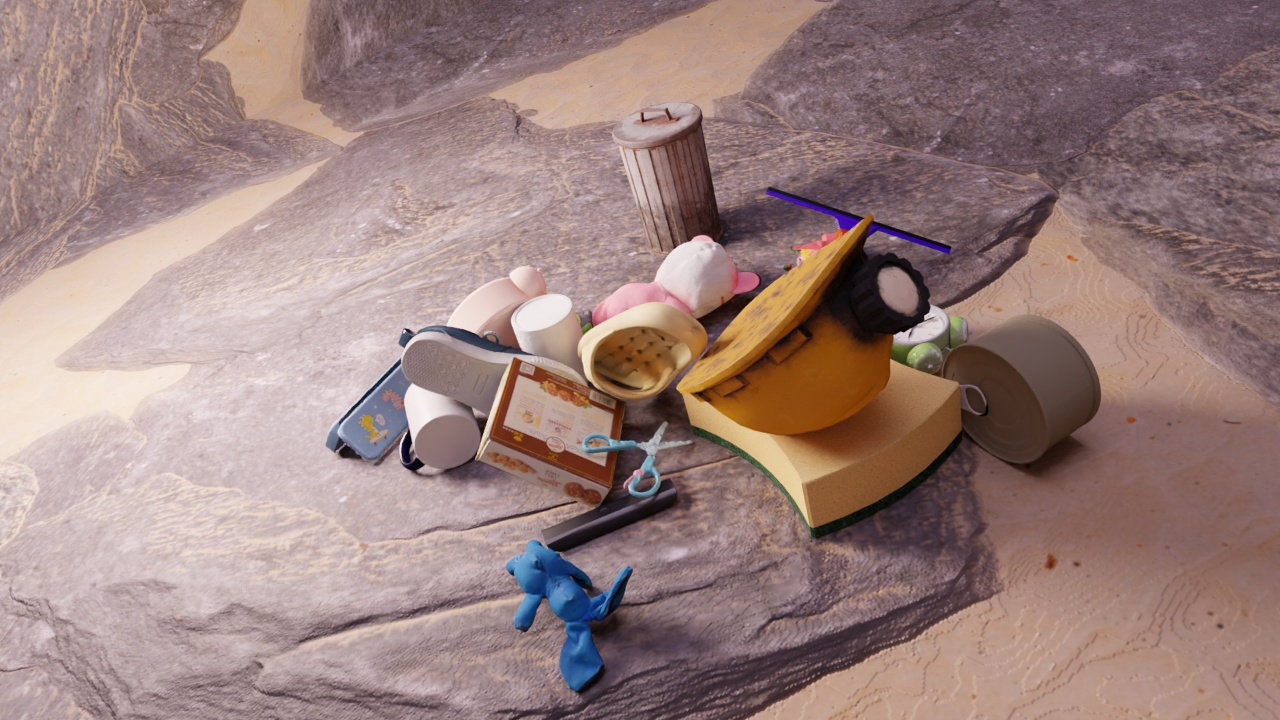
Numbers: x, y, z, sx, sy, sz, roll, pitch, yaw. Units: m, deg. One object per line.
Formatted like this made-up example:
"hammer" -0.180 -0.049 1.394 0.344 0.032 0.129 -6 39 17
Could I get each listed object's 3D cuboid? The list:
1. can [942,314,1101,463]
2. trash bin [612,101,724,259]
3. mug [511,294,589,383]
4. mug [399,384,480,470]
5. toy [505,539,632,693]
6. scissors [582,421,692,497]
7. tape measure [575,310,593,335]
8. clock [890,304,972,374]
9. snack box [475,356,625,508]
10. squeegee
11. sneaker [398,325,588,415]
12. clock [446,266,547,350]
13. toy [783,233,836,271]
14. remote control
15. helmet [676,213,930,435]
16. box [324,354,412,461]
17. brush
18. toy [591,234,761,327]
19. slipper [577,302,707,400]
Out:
"can" 0.365 0.026 0.884 0.073 0.128 0.128 -28 36 -18
"trash bin" 0.044 -0.271 1.350 0.131 0.211 0.130 -11 36 8
"mug" -0.110 -0.019 1.165 0.082 0.105 0.082 -11 36 8
"mug" -0.254 0.084 1.121 0.112 0.078 0.097 -45 35 9
"toy" -0.073 0.214 0.868 0.112 0.071 0.176 -42 41 -14
"scissors" -0.008 0.096 1.000 0.120 0.015 0.138 22 30 8
"tape measure" -0.092 -0.038 1.245 0.059 0.036 0.065 -4 33 3
"clock" 0.319 -0.025 1.047 0.094 0.042 0.119 -36 39 -23
"snack box" -0.095 0.077 1.015 0.143 0.041 0.146 23 36 -12
"squeegee" 0.252 -0.119 1.158 0.250 0.055 0.184 20 48 10
"sneaker" -0.178 0.013 1.113 0.235 0.089 0.087 19 17 -14
"clock" -0.182 -0.040 1.208 0.086 0.131 0.160 40 69 17
"toy" 0.249 -0.141 1.235 0.103 0.046 0.084 -22 27 -18
"remote control" -0.032 0.162 0.963 0.146 0.015 0.033 -21 35 -6
"helmet" 0.160 -0.007 0.854 0.204 0.131 0.256 -48 5 -35
"box" -0.320 0.054 1.221 0.079 0.073 0.209 34 50 2
"brush" 0.185 0.053 0.968 0.194 0.075 0.250 -29 37 -17
"toy" 0.042 -0.088 1.213 0.213 0.084 0.142 -31 38 -14
"slipper" -0.006 0.006 1.033 0.079 0.111 0.262 -67 14 -20
